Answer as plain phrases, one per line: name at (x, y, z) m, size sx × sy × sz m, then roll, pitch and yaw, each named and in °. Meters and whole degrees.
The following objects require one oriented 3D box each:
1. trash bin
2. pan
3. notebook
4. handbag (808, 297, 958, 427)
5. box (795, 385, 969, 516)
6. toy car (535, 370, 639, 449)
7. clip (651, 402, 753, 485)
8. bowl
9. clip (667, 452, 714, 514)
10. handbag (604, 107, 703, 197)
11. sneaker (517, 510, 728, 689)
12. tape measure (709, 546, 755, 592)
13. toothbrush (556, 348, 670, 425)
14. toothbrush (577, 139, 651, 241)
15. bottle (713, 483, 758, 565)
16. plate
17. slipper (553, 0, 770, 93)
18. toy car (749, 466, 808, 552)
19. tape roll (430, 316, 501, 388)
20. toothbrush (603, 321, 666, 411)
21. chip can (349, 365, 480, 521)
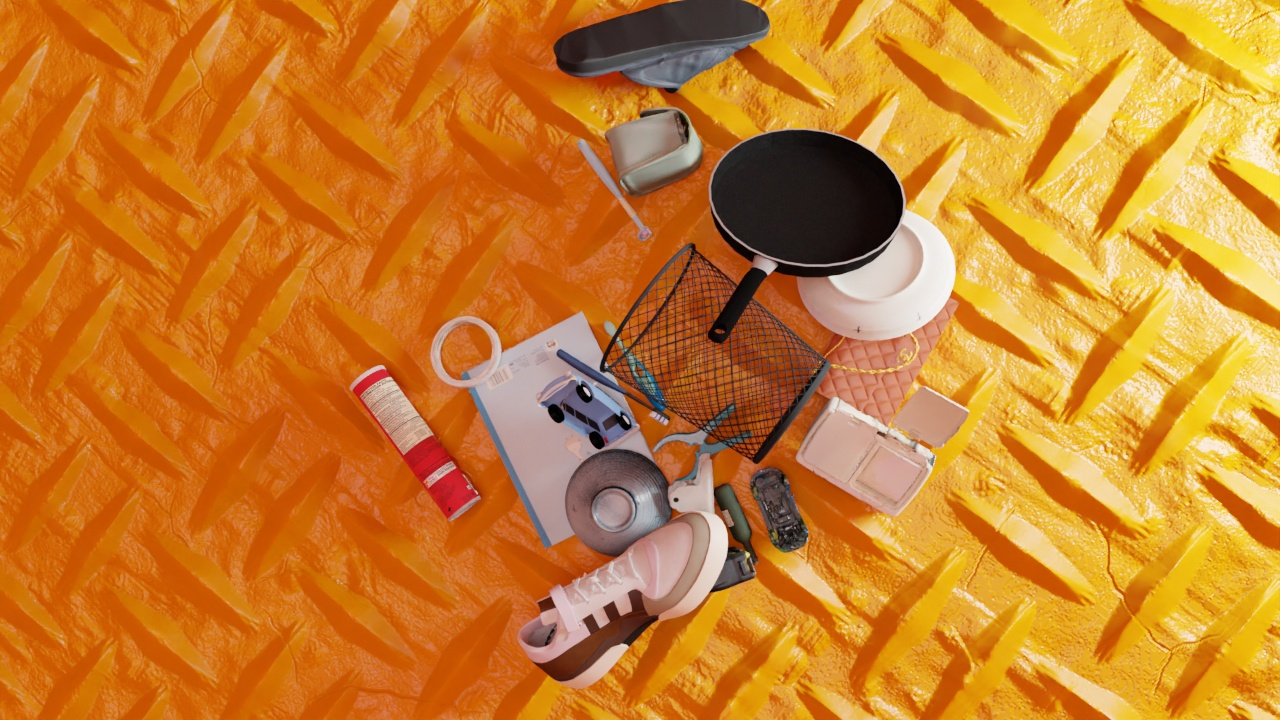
trash bin at (0.092, 0.000, 1.060) m, size 0.210 × 0.184 × 0.184 m, roll 36°, pitch 94°, yaw 7°
pan at (0.160, -0.140, 1.039) m, size 0.225 × 0.034 × 0.355 m, roll 24°, pitch 58°, yaw 17°
notebook at (-0.099, 0.089, 1.174) m, size 0.181 × 0.009 × 0.253 m, roll -26°, pitch 86°, yaw 6°
handbag at (0.287, -0.019, 1.101) m, size 0.109 × 0.060 × 0.172 m, roll 30°, pitch 93°, yaw 11°
box at (0.277, 0.086, 1.061) m, size 0.143 × 0.044 × 0.185 m, roll 29°, pitch 125°, yaw 8°
toy car at (-0.063, 0.058, 1.102) m, size 0.056 × 0.153 × 0.054 m, roll -36°, pitch 49°, yaw 14°
clip at (0.083, 0.122, 1.142) m, size 0.130 × 0.030 × 0.120 m, roll -14°, pitch 86°, yaw 6°
bowl at (-0.031, 0.180, 1.131) m, size 0.137 × 0.057 × 0.137 m, roll 0°, pitch 91°, yaw 6°
clip at (0.064, 0.164, 1.135) m, size 0.060 × 0.052 × 0.102 m, roll 0°, pitch 106°, yaw 14°
handbag at (0.019, -0.254, 1.109) m, size 0.106 × 0.121 × 0.067 m, roll -19°, pitch 85°, yaw 10°
sneaker at (-0.032, 0.267, 1.084) m, size 0.294 × 0.111 × 0.116 m, roll -42°, pitch 129°, yaw 18°
tape measure at (0.099, 0.255, 1.113) m, size 0.071 × 0.072 × 0.042 m, roll -23°, pitch 90°, yaw -4°
toothbrush at (-0.035, 0.033, 1.154) m, size 0.168 × 0.014 × 0.014 m, roll 31°, pitch 81°, yaw 7°
toothbrush at (-0.035, -0.218, 1.168) m, size 0.155 × 0.016 × 0.022 m, roll 55°, pitch 133°, yaw 5°
bottle at (0.121, 0.204, 1.134) m, size 0.025 × 0.025 × 0.106 m, roll -25°, pitch 86°, yaw 6°
plate at (0.274, -0.112, 1.078) m, size 0.182 × 0.034 × 0.182 m, roll -7°, pitch 64°, yaw 14°
slipper at (0.028, -0.378, 1.137) m, size 0.265 × 0.084 × 0.108 m, roll -15°, pitch 48°, yaw -5°
toy car at (0.170, 0.182, 1.124) m, size 0.048 × 0.032 × 0.105 m, roll -24°, pitch 81°, yaw 7°
tape roll at (-0.225, -0.011, 1.183) m, size 0.093 × 0.013 × 0.093 m, roll -2°, pitch 79°, yaw 12°
toothbrush at (-0.007, 0.007, 1.162) m, size 0.022 × 0.017 × 0.135 m, roll -34°, pitch 87°, yaw 5°
chip can at (-0.289, 0.106, 1.179) m, size 0.052 × 0.051 × 0.214 m, roll -38°, pitch 85°, yaw 5°
